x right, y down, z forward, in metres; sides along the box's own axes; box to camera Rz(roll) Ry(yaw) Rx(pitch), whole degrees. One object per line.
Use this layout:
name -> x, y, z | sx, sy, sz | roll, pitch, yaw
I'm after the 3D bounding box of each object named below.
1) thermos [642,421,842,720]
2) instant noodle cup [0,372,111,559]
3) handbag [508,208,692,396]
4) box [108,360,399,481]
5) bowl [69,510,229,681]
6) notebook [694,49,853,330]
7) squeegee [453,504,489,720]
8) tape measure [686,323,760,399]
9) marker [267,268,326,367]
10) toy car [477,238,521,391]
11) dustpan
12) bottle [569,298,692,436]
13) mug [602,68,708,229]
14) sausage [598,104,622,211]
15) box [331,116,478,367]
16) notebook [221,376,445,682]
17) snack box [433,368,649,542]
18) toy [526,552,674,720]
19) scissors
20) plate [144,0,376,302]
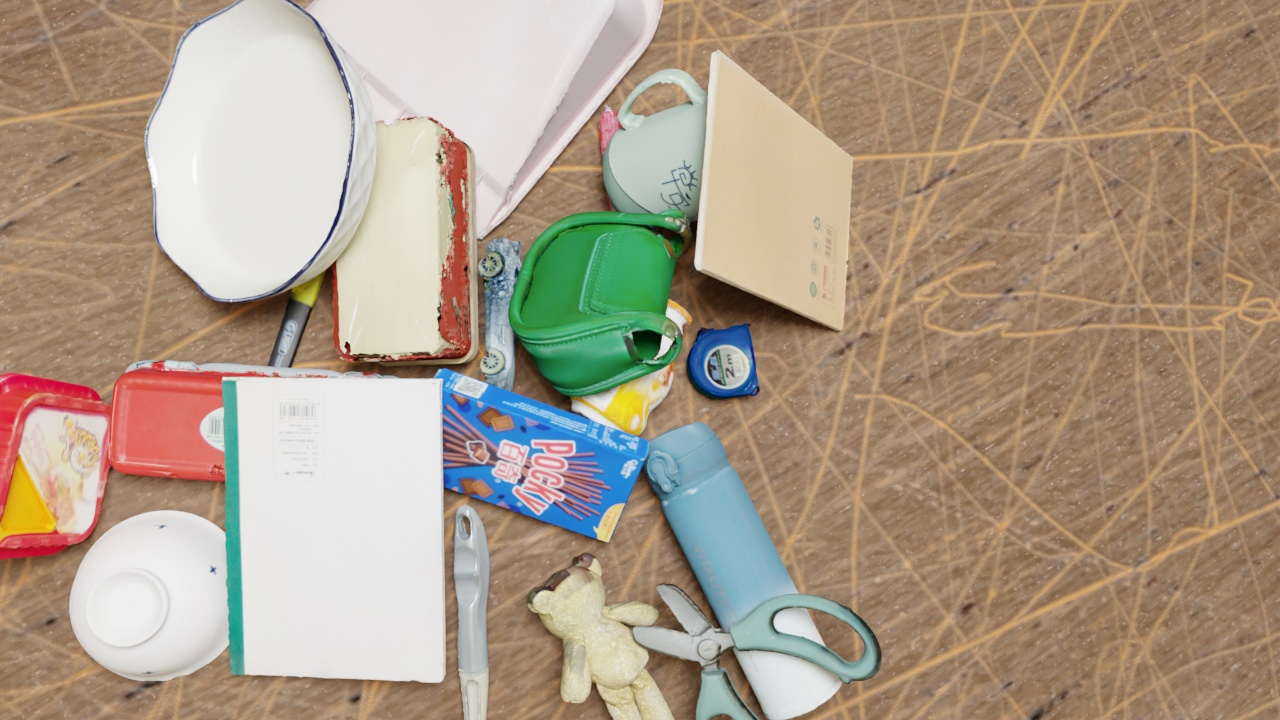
thermos -> 0.069, 0.150, 0.673 | 0.070, 0.070, 0.220 | -27, 88, -10
instant noodle cup -> -0.436, 0.065, 0.600 | 0.124, 0.116, 0.116 | 7, 82, 6
handbag -> -0.023, -0.047, 0.644 | 0.120, 0.068, 0.131 | -12, 44, 22
box -> -0.265, 0.045, 0.653 | 0.201, 0.048, 0.087 | 4, 92, -7
bowl -> -0.335, 0.162, 0.619 | 0.118, 0.065, 0.118 | 1, 82, -7
notebook -> 0.105, -0.113, 0.667 | 0.207, 0.008, 0.147 | 15, 78, -51
squeegee -> -0.122, 0.228, 0.653 | 0.247, 0.039, 0.246 | -4, 77, 9
tape measure -> 0.063, 0.002, 0.711 | 0.054, 0.025, 0.058 | -8, 80, -7
marker -> -0.255, -0.031, 0.678 | 0.018, 0.015, 0.124 | 17, 83, -2
toy car -> -0.101, -0.030, 0.678 | 0.037, 0.054, 0.120 | 2, 83, -5
dustpan -> -0.112, -0.264, 0.729 | 0.222, 0.138, 0.274 | 43, 108, -2
bottle -> -0.004, 0.004, 0.682 | 0.063, 0.063, 0.108 | 33, 81, -3
mug -> 0.026, -0.154, 0.669 | 0.112, 0.107, 0.082 | 58, 44, -29
sausage -> -0.016, -0.126, 0.719 | 0.020, 0.020, 0.156 | -7, 85, -9
box -> -0.167, -0.082, 0.648 | 0.091, 0.079, 0.168 | -3, 87, 12
notebook -> -0.208, 0.115, 0.625 | 0.150, 0.012, 0.209 | 1, 95, 2
snack box -> -0.081, 0.070, 0.658 | 0.157, 0.026, 0.085 | 19, 121, -3
toy -> -0.024, 0.219, 0.660 | 0.104, 0.066, 0.157 | -29, 92, -43
scissors -> 0.074, 0.229, 0.633 | 0.174, 0.019, 0.177 | 6, 95, 7
plate -> -0.258, -0.140, 0.628 | 0.205, 0.045, 0.205 | 1, 91, 28
